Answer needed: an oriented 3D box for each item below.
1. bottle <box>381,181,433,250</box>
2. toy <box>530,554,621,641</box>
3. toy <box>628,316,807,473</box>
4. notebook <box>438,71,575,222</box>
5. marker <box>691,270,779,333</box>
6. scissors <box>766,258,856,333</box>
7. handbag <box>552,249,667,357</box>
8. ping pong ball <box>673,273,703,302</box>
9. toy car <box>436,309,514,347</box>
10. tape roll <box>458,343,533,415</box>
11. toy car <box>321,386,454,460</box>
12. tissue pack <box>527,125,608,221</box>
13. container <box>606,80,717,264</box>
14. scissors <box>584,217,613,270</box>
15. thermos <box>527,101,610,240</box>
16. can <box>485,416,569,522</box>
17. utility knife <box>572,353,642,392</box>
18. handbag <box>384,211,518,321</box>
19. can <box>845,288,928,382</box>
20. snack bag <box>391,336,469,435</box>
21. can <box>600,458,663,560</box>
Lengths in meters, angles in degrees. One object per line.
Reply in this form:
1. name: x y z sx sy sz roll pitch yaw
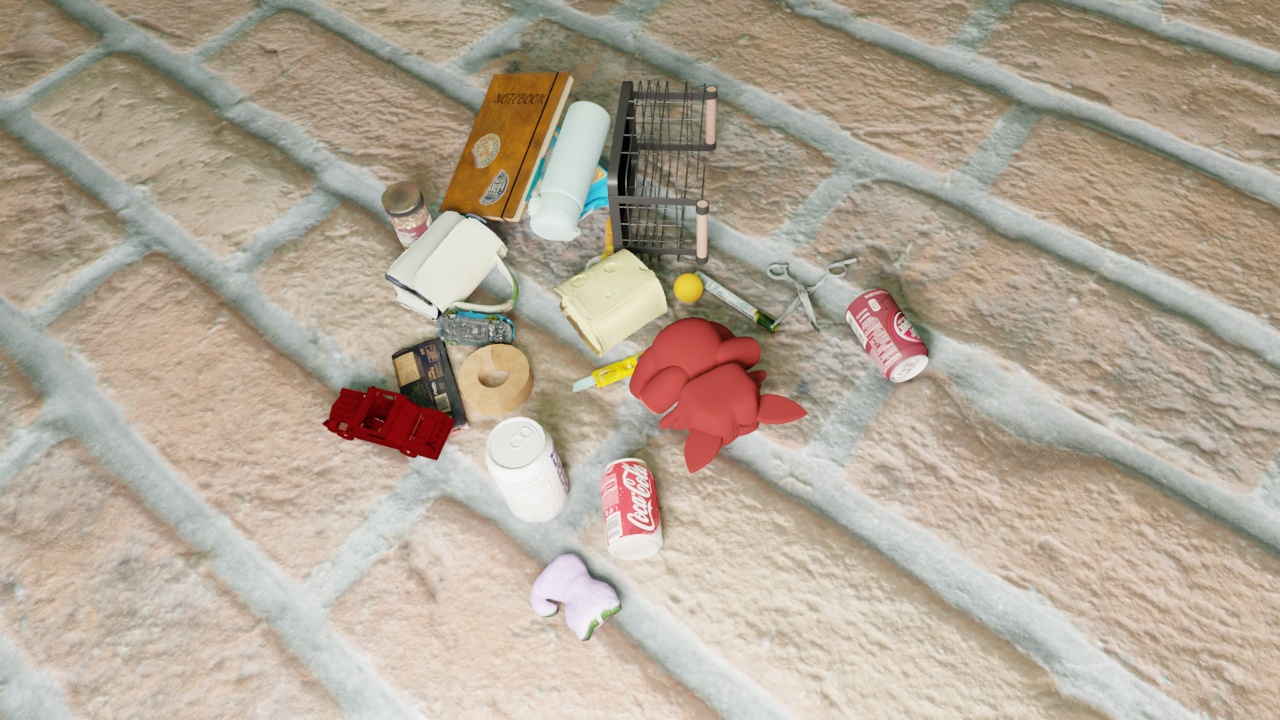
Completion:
1. bottle: -0.327 -0.200 1.316 0.056 0.105 0.056 -3 57 5
2. toy: -0.075 0.266 1.023 0.080 0.036 0.100 -44 57 -9
3. toy: 0.083 0.037 1.103 0.158 0.121 0.197 -24 48 -11
4. notebook: -0.194 -0.307 1.338 0.179 0.014 0.249 12 78 37
5. marker: 0.126 -0.080 1.233 0.146 0.017 0.017 37 68 26
6. scissors: 0.229 -0.095 1.224 0.171 0.014 0.141 -25 49 -15
7. handbag: -0.043 -0.081 1.216 0.119 0.081 0.111 -34 57 -11
8. ping pong ball: 0.065 -0.098 1.238 0.040 0.040 0.040 -3 57 5
9. toy car: -0.221 -0.044 1.234 0.105 0.048 0.032 5 29 5
10. tape roll: -0.188 0.025 1.198 0.094 0.027 0.093 -3 57 5
11. toy car: -0.324 0.074 1.150 0.170 0.062 0.070 11 66 23
12. tissue pack: -0.128 -0.276 1.366 0.117 0.066 0.209 -33 61 -12
13. container: 0.035 -0.261 1.268 0.130 0.163 0.240 3 55 6
14. scissors: -0.049 -0.158 1.310 0.073 0.013 0.131 -6 57 2
15. thermos: -0.098 -0.262 1.280 0.078 0.065 0.206 28 64 -26
16. can: -0.130 0.127 1.059 0.078 0.136 0.078 -3 57 5
17. utility knife: -0.007 0.007 1.197 0.175 0.017 0.030 -23 48 -4
18. handbag: -0.245 -0.122 1.274 0.176 0.074 0.151 28 64 22
19. can: 0.309 -0.033 1.151 0.063 0.063 0.114 -20 57 -6
20. snack bag: -0.278 0.039 1.206 0.074 0.018 0.155 -20 56 -5
21. can: -0.011 0.171 1.059 0.064 0.064 0.104 -9 56 1
